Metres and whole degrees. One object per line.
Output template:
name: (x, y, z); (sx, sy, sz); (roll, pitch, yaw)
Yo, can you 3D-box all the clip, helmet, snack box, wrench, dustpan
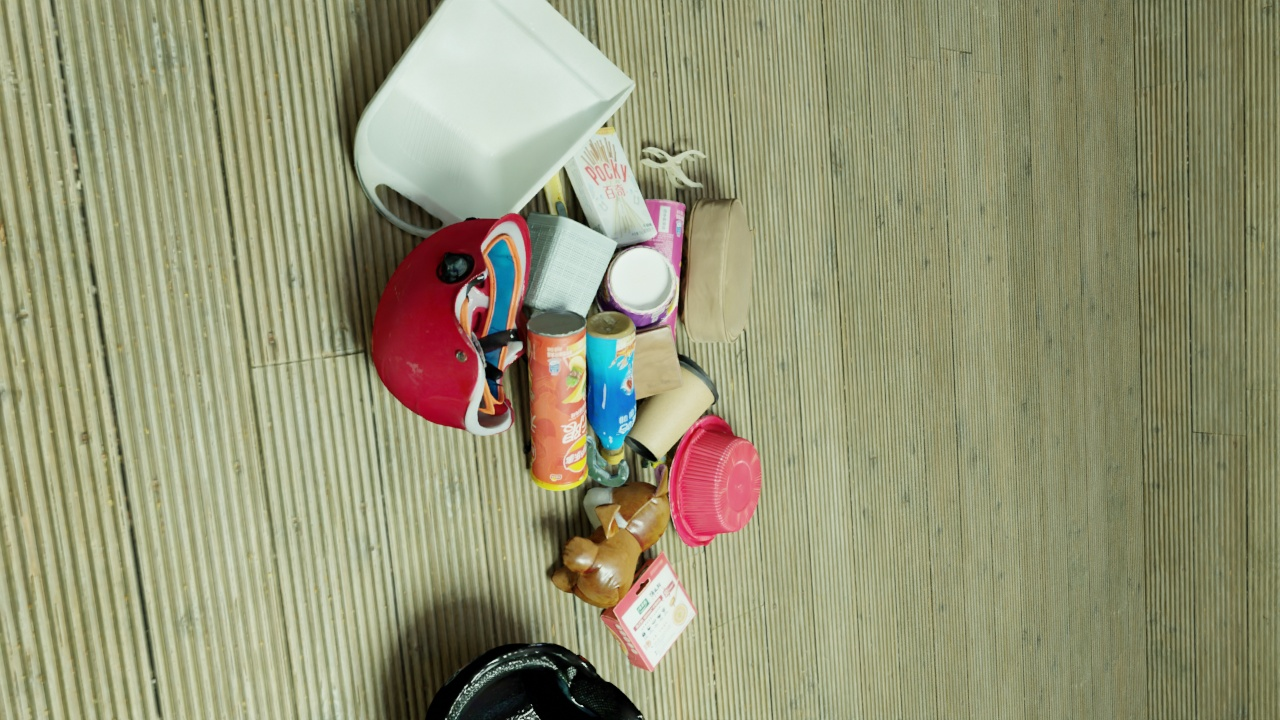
clip: (0.051, -0.285, 1.290); (0.103, 0.035, 0.092); (37, 72, -29)
helmet: (-0.133, 0.435, 1.021); (0.232, 0.231, 0.275); (-33, 105, -29)
snack box: (0.009, 0.342, 1.268); (0.113, 0.044, 0.127); (-44, 120, -31)
snack box: (-0.044, -0.221, 1.179); (0.084, 0.027, 0.157); (-20, 87, -40)
helmet: (-0.204, -0.045, 0.982); (0.207, 0.144, 0.239); (75, 21, -70)
wrench: (-0.099, 0.048, 1.146); (0.273, 0.056, 0.016); (59, 27, -15)
dustpan: (-0.174, -0.249, 0.982); (0.222, 0.258, 0.142); (33, 46, -38)

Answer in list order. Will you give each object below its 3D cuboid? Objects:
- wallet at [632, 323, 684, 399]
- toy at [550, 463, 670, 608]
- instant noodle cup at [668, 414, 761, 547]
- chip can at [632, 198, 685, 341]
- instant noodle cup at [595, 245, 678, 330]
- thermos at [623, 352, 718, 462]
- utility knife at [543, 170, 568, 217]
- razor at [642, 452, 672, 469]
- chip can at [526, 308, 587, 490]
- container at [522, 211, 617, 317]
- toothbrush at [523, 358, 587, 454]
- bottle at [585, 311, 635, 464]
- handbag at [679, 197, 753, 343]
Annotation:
wallet: (-0.007, 0.007, 1.199); (0.115, 0.020, 0.101); (-14, 123, 3)
toy: (-0.033, 0.222, 1.190); (0.130, 0.140, 0.199); (41, 54, 11)
instant noodle cup: (0.118, 0.177, 1.322); (0.193, 0.066, 0.194); (-10, 102, -54)
chip can: (0.020, -0.109, 1.242); (0.071, 0.072, 0.210); (7, 87, -42)
instant noodle cup: (-0.002, -0.096, 1.154); (0.111, 0.099, 0.111); (0, 86, -3)
thermos: (0.040, 0.066, 1.262); (0.143, 0.093, 0.093); (-51, 123, -18)
utility knife: (-0.101, -0.179, 1.171); (0.030, 0.020, 0.196); (-22, 111, -34)
razor: (0.055, 0.160, 1.317); (0.132, 0.028, 0.043); (38, 63, -39)
chip can: (-0.098, 0.049, 1.094); (0.073, 0.073, 0.217); (-23, 128, -39)
container: (-0.100, -0.110, 1.115); (0.089, 0.090, 0.111); (20, 89, -40)
toothbrush: (-0.100, 0.042, 1.181); (0.014, 0.016, 0.189); (49, 63, -39)
bottle: (-0.038, 0.042, 1.165); (0.065, 0.065, 0.219); (-33, 138, -37)
handbag: (0.105, -0.124, 1.300); (0.147, 0.100, 0.204); (13, 81, -68)
